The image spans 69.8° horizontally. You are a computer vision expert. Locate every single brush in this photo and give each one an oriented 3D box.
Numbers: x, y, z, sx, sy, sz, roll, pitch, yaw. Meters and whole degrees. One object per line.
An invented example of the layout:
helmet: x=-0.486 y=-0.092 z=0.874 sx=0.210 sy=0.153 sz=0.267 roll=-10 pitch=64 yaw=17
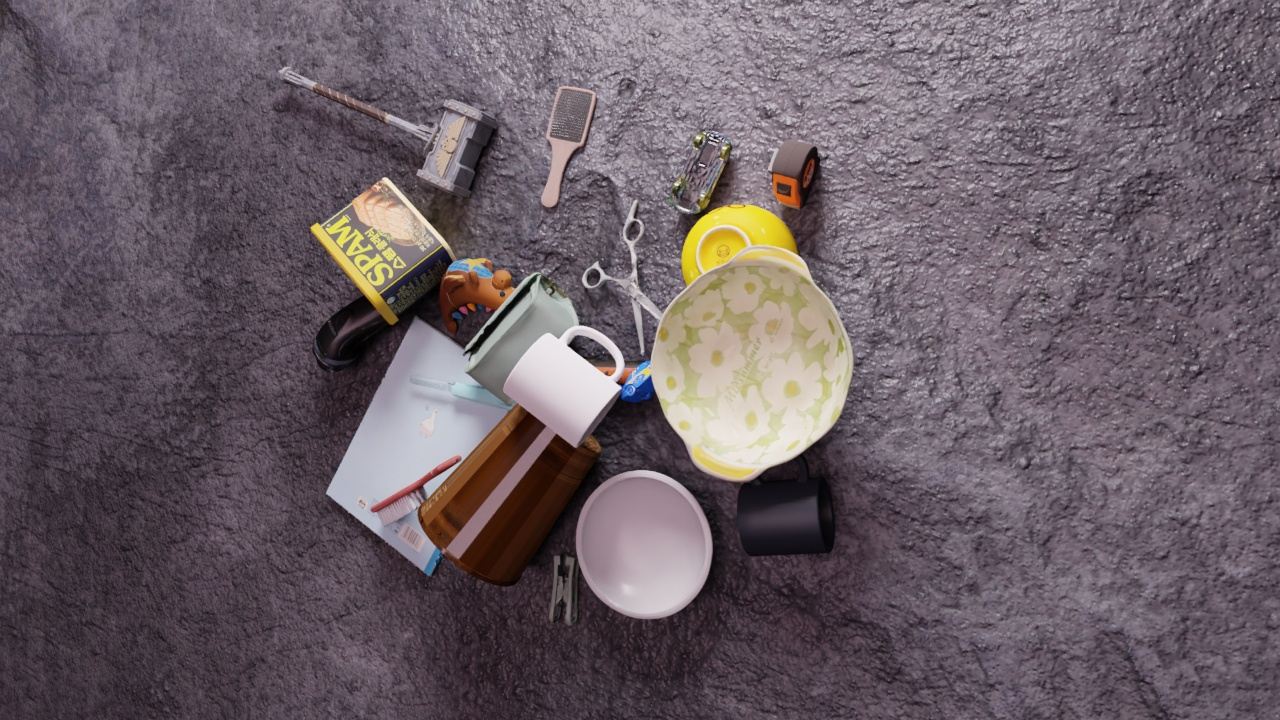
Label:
brush: x=-0.246 y=0.147 z=1.022 sx=0.173 sy=0.040 sz=0.030 roll=-32 pitch=87 yaw=40
brush: x=-0.088 y=-0.237 z=1.020 sx=0.050 sy=0.015 sz=0.136 roll=17 pitch=94 yaw=23

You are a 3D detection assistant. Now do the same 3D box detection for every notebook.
notebook: x=-0.256 y=0.100 z=1.080 sx=0.181 sy=0.009 sz=0.253 roll=33 pitch=100 yaw=20

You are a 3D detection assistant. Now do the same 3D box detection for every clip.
clip: x=-0.081 y=0.248 z=0.995 sx=0.042 sy=0.023 sz=0.076 roll=3 pitch=87 yaw=24

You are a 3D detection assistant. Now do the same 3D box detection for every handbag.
handbag: x=-0.132 y=-0.026 z=0.983 sx=0.067 sy=0.106 sz=0.122 roll=39 pitch=103 yaw=-21

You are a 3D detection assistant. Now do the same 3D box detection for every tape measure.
tape measure: x=0.147 y=-0.185 z=0.898 sx=0.038 sy=0.058 sz=0.058 roll=20 pitch=93 yaw=22

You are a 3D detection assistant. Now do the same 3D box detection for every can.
can: x=-0.290 y=-0.127 z=1.053 sx=0.104 sy=0.075 sz=0.135 roll=-40 pitch=72 yaw=-11

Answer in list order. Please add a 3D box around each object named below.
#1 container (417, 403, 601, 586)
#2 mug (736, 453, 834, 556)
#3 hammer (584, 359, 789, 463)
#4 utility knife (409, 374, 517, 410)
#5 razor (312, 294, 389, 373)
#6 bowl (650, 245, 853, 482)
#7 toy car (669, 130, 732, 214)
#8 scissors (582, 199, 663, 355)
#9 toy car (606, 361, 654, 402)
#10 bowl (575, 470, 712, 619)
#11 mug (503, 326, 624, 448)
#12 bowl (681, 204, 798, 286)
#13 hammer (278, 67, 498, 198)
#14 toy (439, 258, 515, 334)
container: x=-0.131 y=0.130 z=0.970 sx=0.132 sy=0.132 sz=0.167 roll=41 pitch=97 yaw=19
mug: x=0.137 y=0.134 z=0.876 sx=0.078 sy=0.071 sz=0.105 roll=-8 pitch=100 yaw=22
hammer: x=0.030 y=0.029 z=0.952 sx=0.315 sy=0.035 sz=0.137 roll=1 pitch=88 yaw=23
utility knife: x=-0.197 y=0.035 z=1.044 sx=0.166 sy=0.015 sz=0.022 roll=11 pitch=90 yaw=20
razor: x=-0.330 y=-0.041 z=1.100 sx=0.140 sy=0.064 sz=0.053 roll=-37 pitch=58 yaw=3
bowl: x=0.108 y=0.004 z=0.863 sx=0.188 sy=0.060 sz=0.219 roll=15 pitch=97 yaw=22
toy car: x=0.063 y=-0.192 z=0.948 sx=0.039 sy=0.027 sz=0.090 roll=28 pitch=98 yaw=18
scissors: x=-0.003 y=-0.090 z=0.965 sx=0.142 sy=0.014 sz=0.158 roll=22 pitch=92 yaw=37
toy car: x=-0.005 y=0.006 z=0.935 sx=0.092 sy=0.033 sz=0.062 roll=-43 pitch=60 yaw=21
bowl: x=0.009 y=0.187 z=0.948 sx=0.150 sy=0.043 sz=0.149 roll=-1 pitch=87 yaw=23
mug: x=-0.065 y=0.017 z=0.905 sx=0.090 sy=0.074 sz=0.110 roll=37 pitch=64 yaw=5
bowl: x=0.093 y=-0.101 z=0.911 sx=0.117 sy=0.067 sz=0.117 roll=-1 pitch=87 yaw=22
hammer: x=-0.322 y=-0.299 z=1.105 sx=0.322 sy=0.044 sz=0.098 roll=26 pitch=98 yaw=21
toy: x=-0.185 y=-0.065 z=1.045 sx=0.090 sy=0.070 sz=0.103 roll=23 pitch=120 yaw=9
